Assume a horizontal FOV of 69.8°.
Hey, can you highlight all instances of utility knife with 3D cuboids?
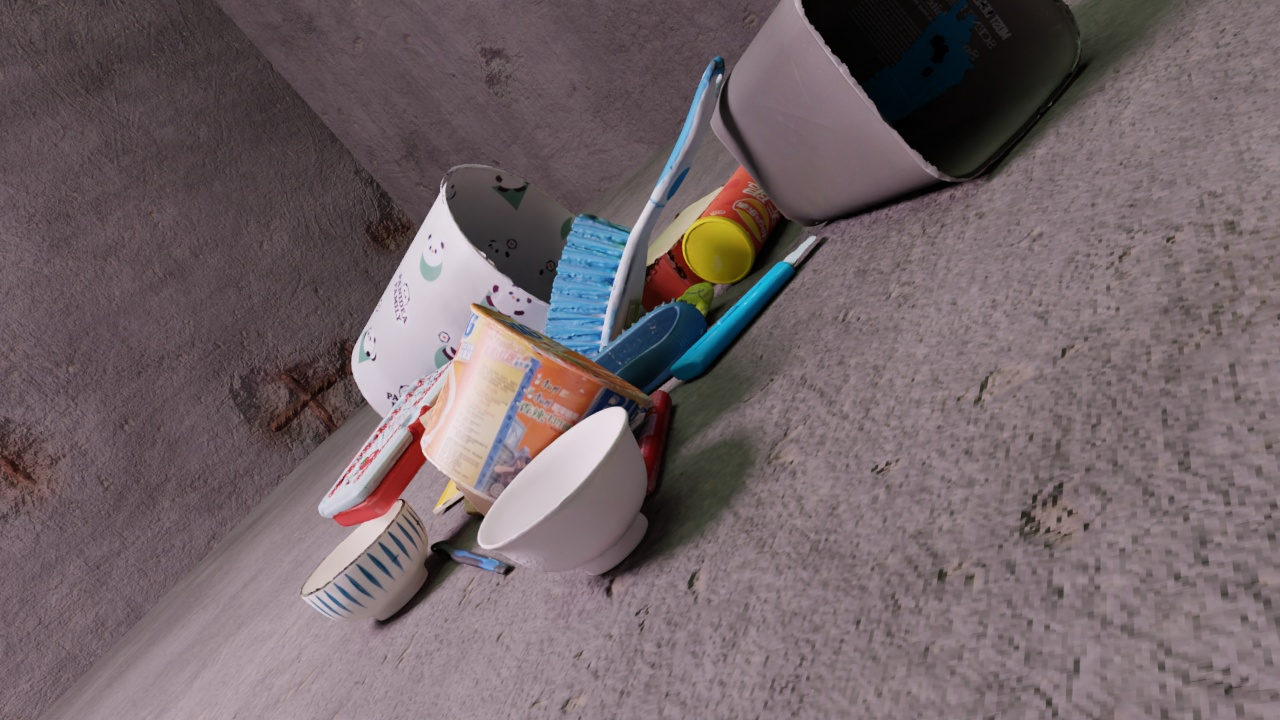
[{"bbox_3d":[0.093,-0.049,0.766,0.185,0.018,0.034,-45,13,-23],"label":"utility knife"}]

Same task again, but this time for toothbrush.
[{"bbox_3d":[-0.140,0.163,0.751,0.014,0.016,0.190,-37,13,-27],"label":"toothbrush"}]

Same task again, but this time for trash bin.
[{"bbox_3d":[0.185,-0.229,0.745,0.198,0.199,0.220,-44,7,-18],"label":"trash bin"},{"bbox_3d":[-0.186,-0.051,1.034,0.253,0.229,0.229,-47,9,27],"label":"trash bin"}]

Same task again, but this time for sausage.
[{"bbox_3d":[0.008,0.057,0.656,0.020,0.020,0.155,-36,14,19],"label":"sausage"}]

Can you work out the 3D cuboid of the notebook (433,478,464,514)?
[{"bbox_3d":[-0.154,0.085,1.038,0.146,0.010,0.206,-36,14,16],"label":"notebook"}]

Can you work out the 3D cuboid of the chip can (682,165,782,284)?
[{"bbox_3d":[0.115,-0.160,0.952,0.073,0.073,0.215,-30,16,40],"label":"chip can"}]

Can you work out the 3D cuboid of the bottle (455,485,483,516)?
[{"bbox_3d":[-0.147,0.071,0.863,0.067,0.066,0.149,-20,61,56],"label":"bottle"}]

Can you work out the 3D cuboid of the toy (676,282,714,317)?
[{"bbox_3d":[0.027,-0.031,0.861,0.100,0.031,0.096,-29,24,34],"label":"toy"}]

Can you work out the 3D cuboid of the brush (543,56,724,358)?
[{"bbox_3d":[-0.010,-0.117,0.817,0.060,0.109,0.315,-13,-62,-63],"label":"brush"}]

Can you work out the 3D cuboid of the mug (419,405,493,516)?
[{"bbox_3d":[-0.118,0.061,0.790,0.103,0.124,0.084,-40,-27,-3],"label":"mug"}]

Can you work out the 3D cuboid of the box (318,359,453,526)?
[{"bbox_3d":[-0.228,0.071,0.874,0.087,0.047,0.200,-20,28,37],"label":"box"}]

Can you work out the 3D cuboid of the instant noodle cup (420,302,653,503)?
[{"bbox_3d":[-0.082,0.041,0.674,0.111,0.151,0.151,-61,13,2],"label":"instant noodle cup"}]

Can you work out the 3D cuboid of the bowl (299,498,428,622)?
[{"bbox_3d":[-0.231,0.185,0.807,0.116,0.066,0.116,-37,14,10],"label":"bowl"}]

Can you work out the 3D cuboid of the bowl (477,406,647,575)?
[{"bbox_3d":[-0.034,0.091,0.560,0.118,0.065,0.118,-39,13,11],"label":"bowl"}]

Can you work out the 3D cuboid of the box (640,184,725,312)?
[{"bbox_3d":[0.050,-0.127,1.009,0.092,0.077,0.167,-26,19,46],"label":"box"}]

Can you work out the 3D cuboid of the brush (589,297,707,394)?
[{"bbox_3d":[-0.005,0.005,0.781,0.144,0.055,0.073,-37,12,12],"label":"brush"}]
